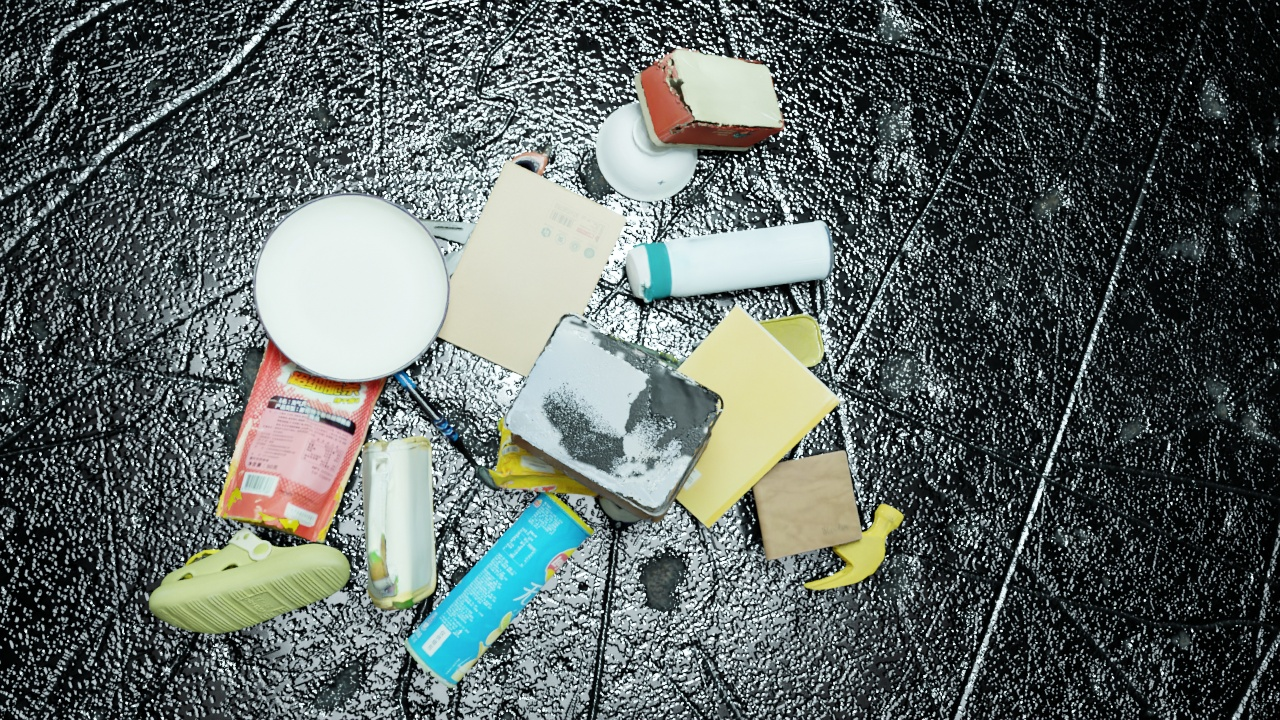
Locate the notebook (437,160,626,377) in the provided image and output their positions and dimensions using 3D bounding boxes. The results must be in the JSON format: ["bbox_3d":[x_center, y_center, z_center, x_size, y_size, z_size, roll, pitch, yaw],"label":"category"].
[{"bbox_3d":[-0.123,-0.095,1.004,0.148,0.008,0.207,25,87,-6],"label":"notebook"}]

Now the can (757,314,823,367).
[{"bbox_3d":[0.138,-0.011,1.006,0.102,0.083,0.057,-10,84,-9],"label":"can"}]

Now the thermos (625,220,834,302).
[{"bbox_3d":[0.097,-0.112,1.022,0.224,0.073,0.073,-8,84,-8],"label":"thermos"}]

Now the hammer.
[{"bbox_3d":[0.142,0.141,1.015,0.300,0.033,0.128,37,79,-2],"label":"hammer"}]

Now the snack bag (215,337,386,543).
[{"bbox_3d":[-0.346,0.073,0.942,0.128,0.073,0.207,16,73,-13],"label":"snack bag"}]

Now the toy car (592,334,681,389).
[{"bbox_3d":[-0.006,0.006,1.008,0.105,0.032,0.048,18,89,-2],"label":"toy car"}]

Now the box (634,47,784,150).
[{"bbox_3d":[0.083,-0.284,0.993,0.168,0.078,0.091,-11,84,-45],"label":"box"}]

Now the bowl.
[{"bbox_3d":[0.012,-0.244,1.026,0.118,0.065,0.118,1,82,-7],"label":"bowl"}]

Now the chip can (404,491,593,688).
[{"bbox_3d":[-0.144,0.231,0.944,0.071,0.071,0.210,43,80,-1],"label":"chip can"}]

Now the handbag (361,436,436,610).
[{"bbox_3d":[-0.244,0.156,0.886,0.063,0.179,0.163,-4,85,-3],"label":"handbag"}]

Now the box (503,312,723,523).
[{"bbox_3d":[-0.021,0.060,0.909,0.182,0.166,0.150,30,92,5],"label":"box"}]

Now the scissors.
[{"bbox_3d":[-0.152,-0.143,1.017,0.189,0.015,0.225,40,81,-2],"label":"scissors"}]

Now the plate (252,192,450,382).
[{"bbox_3d":[-0.293,-0.074,0.942,0.192,0.039,0.192,0,91,-11],"label":"plate"}]

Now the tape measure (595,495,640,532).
[{"bbox_3d":[-0.017,0.143,0.991,0.066,0.033,0.066,-34,90,-10],"label":"tape measure"}]

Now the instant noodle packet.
[{"bbox_3d":[-0.091,0.100,0.956,0.128,0.110,0.044,7,119,-9],"label":"instant noodle packet"}]

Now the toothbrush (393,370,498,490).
[{"bbox_3d":[-0.212,0.065,0.973,0.014,0.016,0.189,-41,97,-20],"label":"toothbrush"}]

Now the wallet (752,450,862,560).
[{"bbox_3d":[0.180,0.155,0.992,0.115,0.020,0.101,-10,85,-12],"label":"wallet"}]

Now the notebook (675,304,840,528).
[{"bbox_3d":[0.086,0.063,0.966,0.146,0.010,0.207,43,111,4],"label":"notebook"}]

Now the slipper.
[{"bbox_3d":[-0.385,0.212,0.916,0.190,0.092,0.081,-15,48,-2],"label":"slipper"}]
